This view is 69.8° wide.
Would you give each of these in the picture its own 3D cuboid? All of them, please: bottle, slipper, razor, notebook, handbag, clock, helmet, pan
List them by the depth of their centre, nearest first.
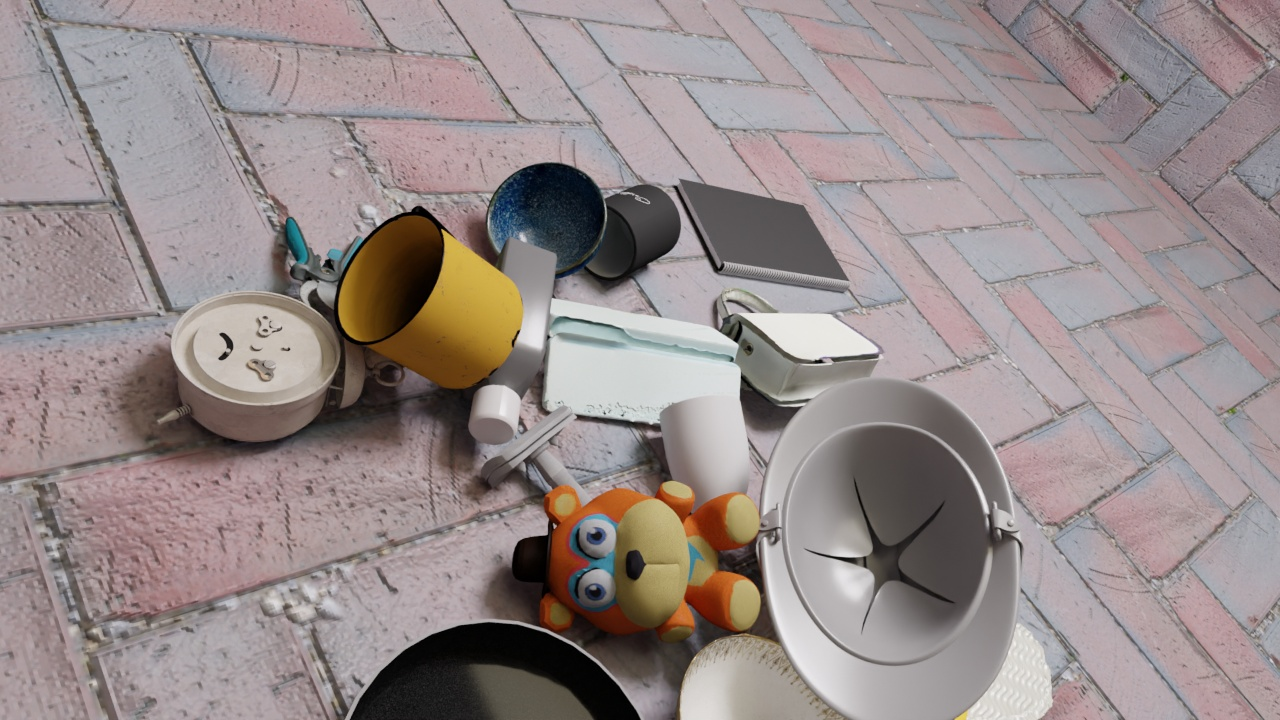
[{"bbox_3d":[-0.022,0.301,0.525,0.355,0.044,0.203,40,39,3],"label":"pan"},{"bbox_3d":[-0.244,0.010,0.636,0.156,0.061,0.103,3,47,-25],"label":"clock"},{"bbox_3d":[0.186,0.153,0.700,0.183,0.118,0.270,-2,56,13],"label":"helmet"},{"bbox_3d":[-0.054,0.101,0.705,0.116,0.048,0.088,49,40,2],"label":"razor"},{"bbox_3d":[-0.108,-0.010,0.736,0.046,0.084,0.173,19,44,-18],"label":"bottle"},{"bbox_3d":[0.208,0.243,0.744,0.272,0.054,0.114,11,49,-16],"label":"slipper"},{"bbox_3d":[0.142,-0.018,0.957,0.151,0.074,0.176,-4,35,-40],"label":"handbag"},{"bbox_3d":[0.152,-0.152,1.122,0.206,0.016,0.149,4,48,-34],"label":"notebook"}]

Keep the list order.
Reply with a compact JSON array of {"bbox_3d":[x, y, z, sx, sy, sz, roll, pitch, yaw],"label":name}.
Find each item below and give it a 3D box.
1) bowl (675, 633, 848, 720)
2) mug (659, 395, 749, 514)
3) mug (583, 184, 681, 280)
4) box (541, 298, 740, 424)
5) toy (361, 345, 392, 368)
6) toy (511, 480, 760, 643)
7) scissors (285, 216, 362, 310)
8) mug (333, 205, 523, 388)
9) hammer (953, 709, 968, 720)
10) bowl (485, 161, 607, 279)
[{"bbox_3d":[0.075,0.265,0.616,0.145,0.063,0.145,21,41,-19],"label":"bowl"},{"bbox_3d":[0.066,0.088,0.791,0.107,0.071,0.089,28,48,-58],"label":"mug"},{"bbox_3d":[-0.028,-0.137,0.936,0.114,0.078,0.087,23,33,25],"label":"mug"},{"bbox_3d":[-0.003,0.001,0.839,0.197,0.074,0.126,9,66,-26],"label":"box"},{"bbox_3d":[-0.189,-0.045,0.723,0.117,0.043,0.092,-65,144,-43],"label":"toy"},{"bbox_3d":[-0.002,0.142,0.651,0.176,0.096,0.112,0,82,-2],"label":"toy"},{"bbox_3d":[-0.251,-0.079,0.725,0.124,0.019,0.155,30,22,11],"label":"scissors"},{"bbox_3d":[-0.148,-0.049,0.662,0.094,0.101,0.123,37,43,-50],"label":"mug"},{"bbox_3d":[0.234,0.264,0.693,0.170,0.034,0.323,28,55,-4],"label":"hammer"},{"bbox_3d":[-0.084,-0.124,0.872,0.114,0.061,0.114,-2,73,8],"label":"bowl"}]
